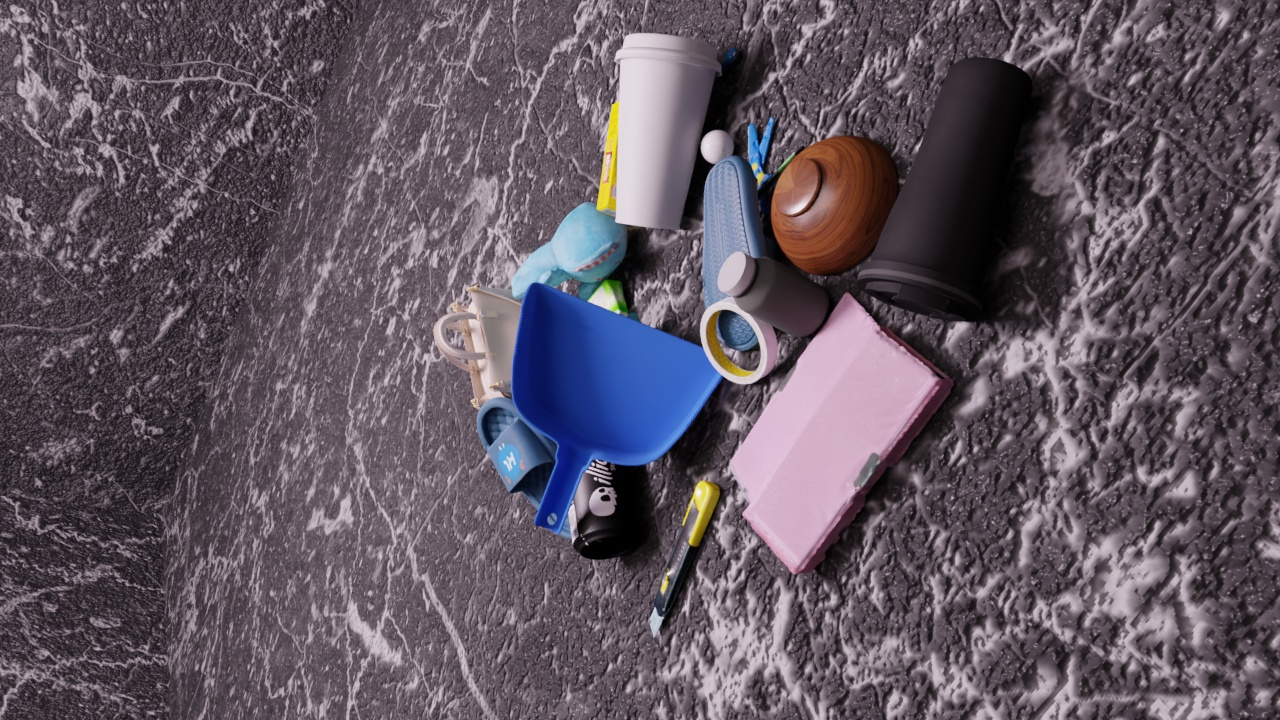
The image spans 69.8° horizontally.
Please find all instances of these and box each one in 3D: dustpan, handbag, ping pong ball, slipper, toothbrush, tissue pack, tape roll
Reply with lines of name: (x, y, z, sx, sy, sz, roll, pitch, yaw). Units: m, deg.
dustpan: (-0.059, 0.075, 1.045, 0.059, 0.245, 0.258, -43, -25, -78)
handbag: (-0.190, -0.013, 1.243, 0.102, 0.197, 0.194, -39, 55, 35)
ping pong ball: (0.093, -0.257, 1.106, 0.040, 0.040, 0.040, -24, 59, 47)
slipper: (-0.142, 0.145, 1.175, 0.213, 0.059, 0.104, 53, 132, 2)
toothbrush: (0.125, -0.179, 1.034, 0.189, 0.014, 0.017, -47, 55, 45)
tissue pack: (-0.054, -0.040, 1.228, 0.114, 0.034, 0.099, -44, 43, 35)
slipper: (0.114, -0.117, 1.005, 0.104, 0.059, 0.213, -5, 89, 59)
tape roll: (0.104, -0.021, 0.980, 0.094, 0.019, 0.094, 28, 132, 37)

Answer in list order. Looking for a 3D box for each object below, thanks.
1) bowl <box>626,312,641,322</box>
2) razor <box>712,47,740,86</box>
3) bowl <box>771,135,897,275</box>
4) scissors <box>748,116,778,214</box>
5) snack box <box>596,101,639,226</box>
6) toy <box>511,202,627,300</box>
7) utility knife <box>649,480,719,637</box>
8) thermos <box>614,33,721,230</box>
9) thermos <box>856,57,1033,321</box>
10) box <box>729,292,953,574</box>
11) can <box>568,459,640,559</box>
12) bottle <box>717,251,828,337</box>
bowl: (-0.007, 0.006, 1.115, 0.046, 0.121, 0.121, 20, 94, 14)
razor: (0.079, -0.347, 1.178, 0.141, 0.018, 0.043, -38, 59, 35)
bowl: (0.179, -0.166, 0.932, 0.148, 0.068, 0.147, -24, 59, 47)
scissors: (0.130, -0.221, 1.071, 0.097, 0.020, 0.132, -24, 60, 43)
snack box: (-0.012, -0.261, 1.218, 0.025, 0.075, 0.152, -6, 73, 50)
toy: (-0.091, -0.132, 1.246, 0.181, 0.115, 0.183, -36, 24, 8)
utility knife: (0.044, 0.220, 1.014, 0.029, 0.020, 0.186, 31, 104, 55)
thermos: (0.023, -0.277, 1.132, 0.132, 0.131, 0.222, 22, 108, 54)
thermos: (0.267, -0.142, 0.787, 0.106, 0.105, 0.218, 15, 84, 54)
box: (0.170, 0.064, 0.880, 0.233, 0.050, 0.180, -60, 37, 19)
can: (-0.050, 0.159, 1.108, 0.080, 0.080, 0.145, -41, 47, 37)
bottle: (0.133, -0.067, 0.918, 0.060, 0.108, 0.060, -41, 36, 40)
